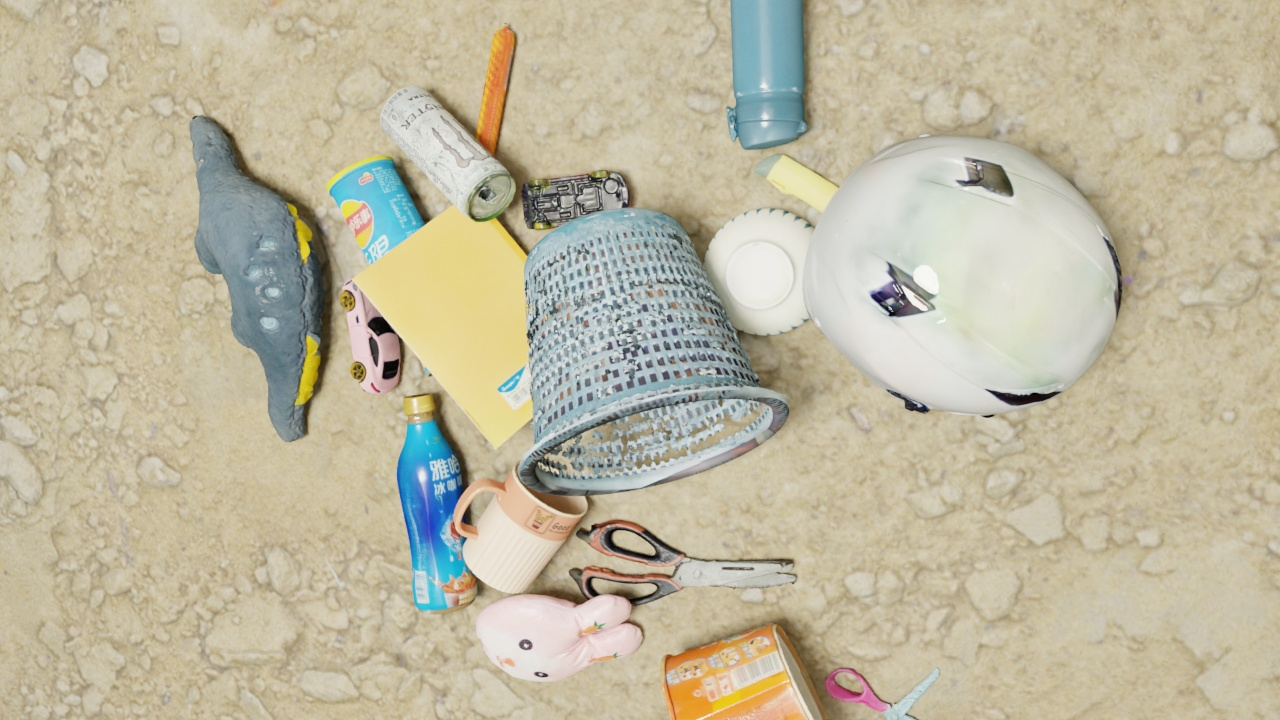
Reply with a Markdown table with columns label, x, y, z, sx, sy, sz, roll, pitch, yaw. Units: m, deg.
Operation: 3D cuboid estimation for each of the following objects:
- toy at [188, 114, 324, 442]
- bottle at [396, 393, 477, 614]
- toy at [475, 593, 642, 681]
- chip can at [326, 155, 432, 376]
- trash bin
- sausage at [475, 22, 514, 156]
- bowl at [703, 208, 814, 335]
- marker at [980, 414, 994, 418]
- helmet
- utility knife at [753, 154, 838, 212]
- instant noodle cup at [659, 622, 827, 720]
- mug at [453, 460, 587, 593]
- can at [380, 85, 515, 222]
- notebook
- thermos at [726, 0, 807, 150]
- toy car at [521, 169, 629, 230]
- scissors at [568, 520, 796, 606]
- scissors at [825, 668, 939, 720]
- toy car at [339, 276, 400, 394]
| label | x | y | z | sx | sy | sz | roll | pitch | yaw |
| --- | --- | --- | --- | --- | --- | --- | --- | --- | --- |
| toy | -0.389 | -0.094 | 0.941 | 0.138 | 0.091 | 0.356 | -17 | 92 | 43 |
| bottle | -0.211 | 0.143 | 0.931 | 0.065 | 0.065 | 0.218 | -6 | 94 | 15 |
| toy | -0.081 | 0.271 | 0.907 | 0.159 | 0.054 | 0.121 | -12 | 127 | 9 |
| chip can | -0.227 | -0.092 | 0.901 | 0.071 | 0.071 | 0.210 | -28 | 90 | 16 |
| trash bin | -0.008 | -0.012 | 0.784 | 0.227 | 0.226 | 0.195 | -20 | 67 | 16 |
| sausage | -0.144 | -0.241 | 0.886 | 0.021 | 0.021 | 0.165 | 14 | 100 | 12 |
| bowl | 0.110 | -0.078 | 0.819 | 0.116 | 0.066 | 0.116 | 2 | 98 | 14 |
| marker | 0.258 | 0.021 | 0.820 | 0.124 | 0.015 | 0.018 | 25 | 105 | 9 |
| helmet | 0.267 | -0.064 | 0.722 | 0.258 | 0.146 | 0.229 | 35 | 95 | -1 |
| utility knife | 0.175 | -0.137 | 0.821 | 0.163 | 0.018 | 0.031 | 36 | 108 | 9 |
| instant noodle cup | 0.100 | 0.318 | 0.836 | 0.111 | 0.151 | 0.151 | -28 | 89 | 7 |
| mug | -0.126 | 0.157 | 0.890 | 0.114 | 0.081 | 0.106 | 25 | 109 | -32 |
| can | -0.182 | -0.195 | 0.864 | 0.146 | 0.058 | 0.058 | 46 | 106 | 22 |
| notebook | -0.149 | -0.040 | 0.870 | 0.145 | 0.010 | 0.206 | -41 | 94 | -16 |
| thermos | 0.108 | -0.296 | 0.793 | 0.070 | 0.070 | 0.220 | 0 | 97 | 14 |
| toy car | -0.061 | -0.151 | 0.871 | 0.106 | 0.031 | 0.049 | -5 | 96 | 16 |
| scissors | 0.038 | 0.194 | 0.898 | 0.207 | 0.015 | 0.193 | -42 | 85 | 15 |
| scissors | 0.232 | 0.334 | 0.867 | 0.135 | 0.017 | 0.133 | 40 | 100 | 8 |
| toy car | -0.269 | -0.026 | 0.928 | 0.037 | 0.056 | 0.122 | -6 | 95 | 18 |
